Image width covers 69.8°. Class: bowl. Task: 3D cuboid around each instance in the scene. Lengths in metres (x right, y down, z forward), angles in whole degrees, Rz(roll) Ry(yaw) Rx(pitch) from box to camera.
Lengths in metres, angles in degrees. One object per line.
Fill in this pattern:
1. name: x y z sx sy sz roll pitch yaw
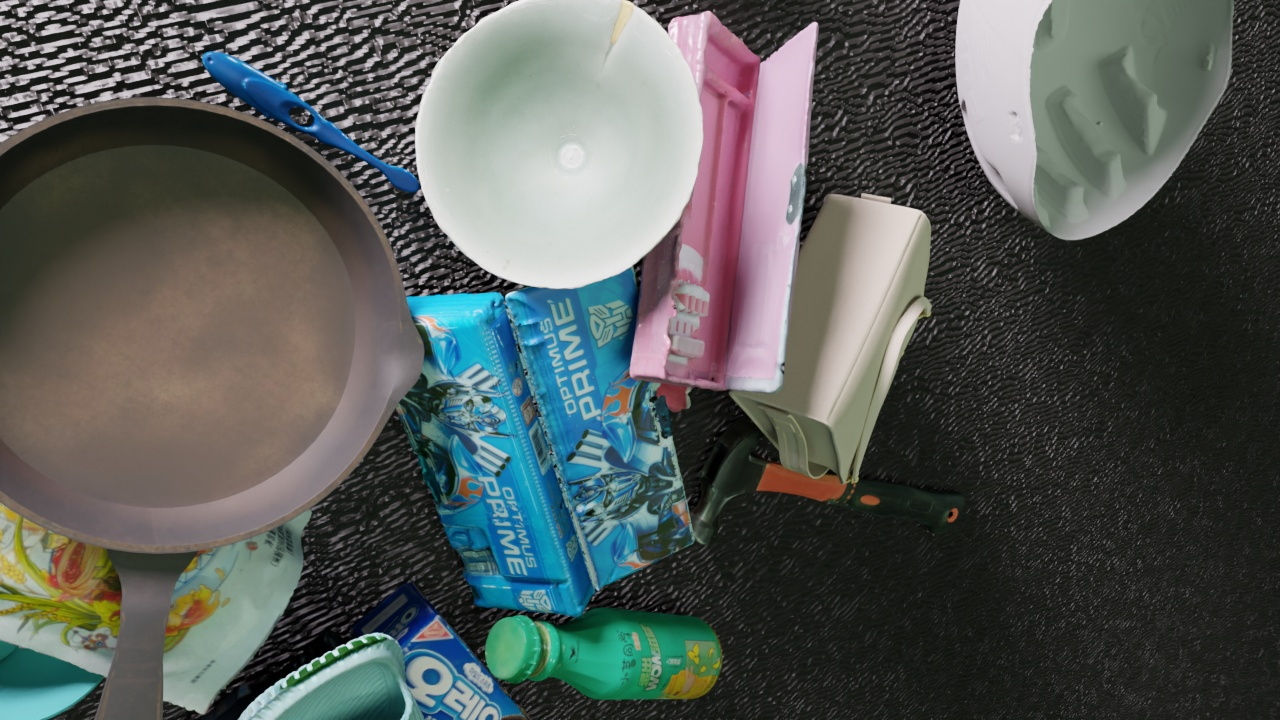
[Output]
1. bowl: -0.044 -0.128 0.563 0.174 0.068 0.174 0 89 6
2. bowl: -0.347 0.137 0.493 0.046 0.120 0.121 -21 132 29

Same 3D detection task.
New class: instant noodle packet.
1. instant noodle packet: -0.307 0.077 0.483 0.269 0.057 0.146 44 52 -37

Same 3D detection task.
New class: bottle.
1. bottle: -0.025 0.226 0.708 0.209 0.068 0.068 21 98 -44
2. bottle: -0.257 0.245 0.601 0.160 0.056 0.056 -40 124 -12

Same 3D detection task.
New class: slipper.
1. slipper: -0.192 0.276 0.593 0.115 0.069 0.277 -19 141 -28

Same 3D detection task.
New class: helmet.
1. helmet: 0.347 -0.232 0.688 0.224 0.184 0.282 -24 114 -15

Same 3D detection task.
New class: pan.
1. pan: -0.248 0.047 0.478 0.248 0.043 0.356 10 87 -36

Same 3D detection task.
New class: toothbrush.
1. toothbrush: -0.182 -0.132 0.518 0.132 0.016 0.021 31 91 -33

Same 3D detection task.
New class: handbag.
1. handbag: 0.163 0.003 0.711 0.194 0.101 0.198 -62 148 -16

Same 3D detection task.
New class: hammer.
1. hammer: 0.189 0.119 0.836 0.332 0.033 0.133 16 100 -36

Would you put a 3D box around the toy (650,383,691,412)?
1. toy: -0.004 0.004 0.659 0.050 0.065 0.102 -31 133 21

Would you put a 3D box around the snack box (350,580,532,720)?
1. snack box: -0.125 0.261 0.686 0.059 0.059 0.226 -39 123 -16

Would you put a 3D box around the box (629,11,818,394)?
1. box: 0.067 -0.095 0.582 0.099 0.099 0.232 11 85 -57

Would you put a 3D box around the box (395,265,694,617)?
1. box: -0.063 0.063 0.602 0.174 0.063 0.244 -12 119 3
